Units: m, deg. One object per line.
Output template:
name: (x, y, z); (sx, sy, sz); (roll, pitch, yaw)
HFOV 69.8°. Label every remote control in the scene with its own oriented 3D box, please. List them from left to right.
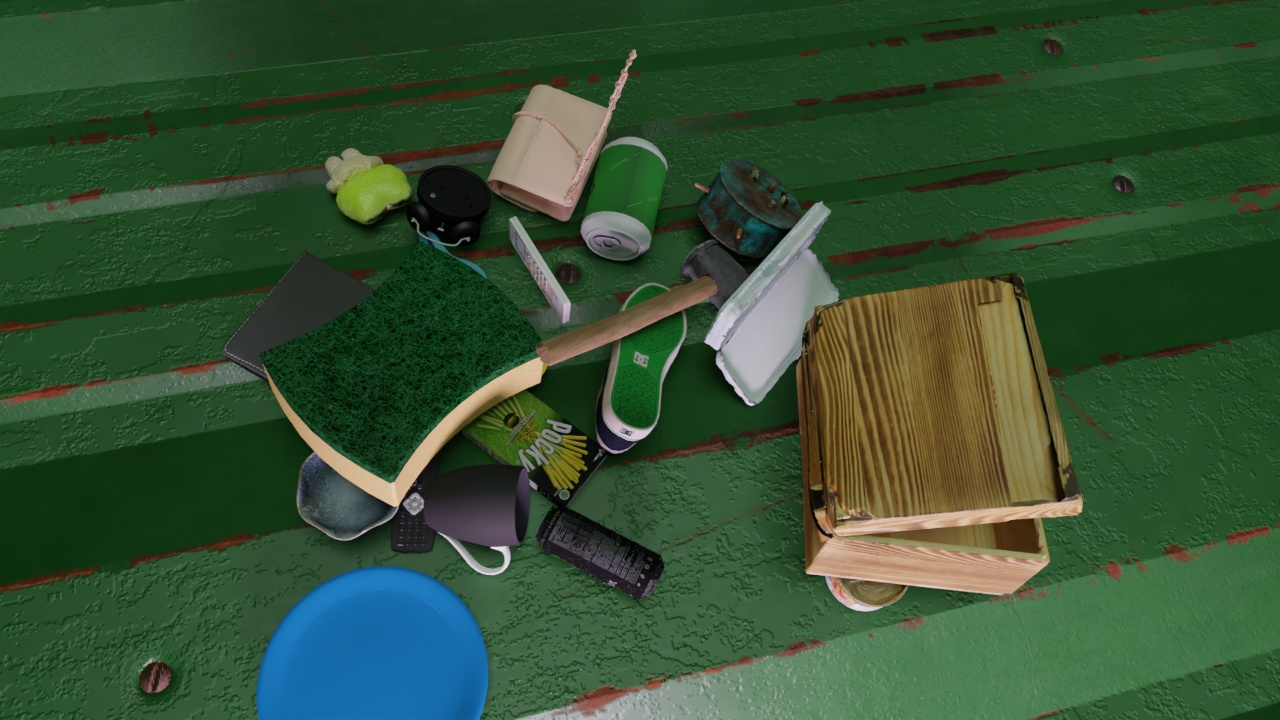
remote control: (-0.248, 0.149, 1.010); (0.046, 0.009, 0.124); (1, 67, -6)
remote control: (-0.124, -0.110, 1.113); (0.011, 0.050, 0.135); (-28, 73, -17)

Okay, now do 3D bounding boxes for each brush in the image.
brush: (-0.248, 0.008, 0.986); (0.195, 0.075, 0.249); (39, 60, 14)

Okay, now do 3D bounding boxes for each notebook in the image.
notebook: (-0.350, -0.019, 1.061); (0.209, 0.029, 0.169); (27, 64, 9)

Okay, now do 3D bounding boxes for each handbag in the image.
handbag: (-0.101, -0.293, 1.120); (0.116, 0.187, 0.198); (23, 70, -4)

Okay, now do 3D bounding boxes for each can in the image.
can: (-0.043, 0.206, 0.985); (0.138, 0.054, 0.053); (26, 66, 5)
can: (-0.019, -0.202, 1.145); (0.088, 0.088, 0.139); (13, 66, -1)
can: (0.250, 0.232, 1.014); (0.086, 0.043, 0.086); (2, 66, -6)

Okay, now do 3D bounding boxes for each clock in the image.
clock: (-0.234, -0.184, 1.119); (0.091, 0.043, 0.120); (18, 48, -11)
clock: (0.151, -0.197, 1.157); (0.157, 0.074, 0.121); (-14, 61, -44)

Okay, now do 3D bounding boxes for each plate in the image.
plate: (-0.266, 0.322, 0.925); (0.224, 0.024, 0.224); (2, 67, -6)

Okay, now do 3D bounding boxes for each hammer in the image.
hammer: (0.014, -0.057, 1.048); (0.327, 0.052, 0.098); (-26, 71, -40)

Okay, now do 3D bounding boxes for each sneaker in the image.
sneaker: (-0.006, 0.006, 1.072); (0.084, 0.079, 0.234); (25, 48, -10)

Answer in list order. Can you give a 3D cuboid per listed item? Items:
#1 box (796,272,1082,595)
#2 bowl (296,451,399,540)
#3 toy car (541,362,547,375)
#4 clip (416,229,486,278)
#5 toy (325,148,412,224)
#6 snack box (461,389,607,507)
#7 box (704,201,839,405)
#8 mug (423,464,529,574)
box: (0.290, 0.068, 0.973); (0.258, 0.221, 0.278); (6, 56, -2)
bowl: (-0.308, 0.140, 0.981); (0.110, 0.055, 0.110); (3, 67, -6)
toy car: (-0.161, -0.006, 1.076); (0.107, 0.030, 0.049); (21, 67, 4)
clip: (-0.246, -0.101, 1.111); (0.121, 0.033, 0.119); (28, 70, 5)
toy: (-0.343, -0.220, 1.139); (0.092, 0.046, 0.115); (-38, 69, -21)
snack box: (-0.120, 0.093, 1.040); (0.147, 0.025, 0.080); (36, 67, 9)
box: (0.158, -0.071, 1.082); (0.084, 0.186, 0.210); (29, 66, 30)
mug: (-0.175, 0.169, 0.979); (0.100, 0.085, 0.119); (1, 96, 4)
